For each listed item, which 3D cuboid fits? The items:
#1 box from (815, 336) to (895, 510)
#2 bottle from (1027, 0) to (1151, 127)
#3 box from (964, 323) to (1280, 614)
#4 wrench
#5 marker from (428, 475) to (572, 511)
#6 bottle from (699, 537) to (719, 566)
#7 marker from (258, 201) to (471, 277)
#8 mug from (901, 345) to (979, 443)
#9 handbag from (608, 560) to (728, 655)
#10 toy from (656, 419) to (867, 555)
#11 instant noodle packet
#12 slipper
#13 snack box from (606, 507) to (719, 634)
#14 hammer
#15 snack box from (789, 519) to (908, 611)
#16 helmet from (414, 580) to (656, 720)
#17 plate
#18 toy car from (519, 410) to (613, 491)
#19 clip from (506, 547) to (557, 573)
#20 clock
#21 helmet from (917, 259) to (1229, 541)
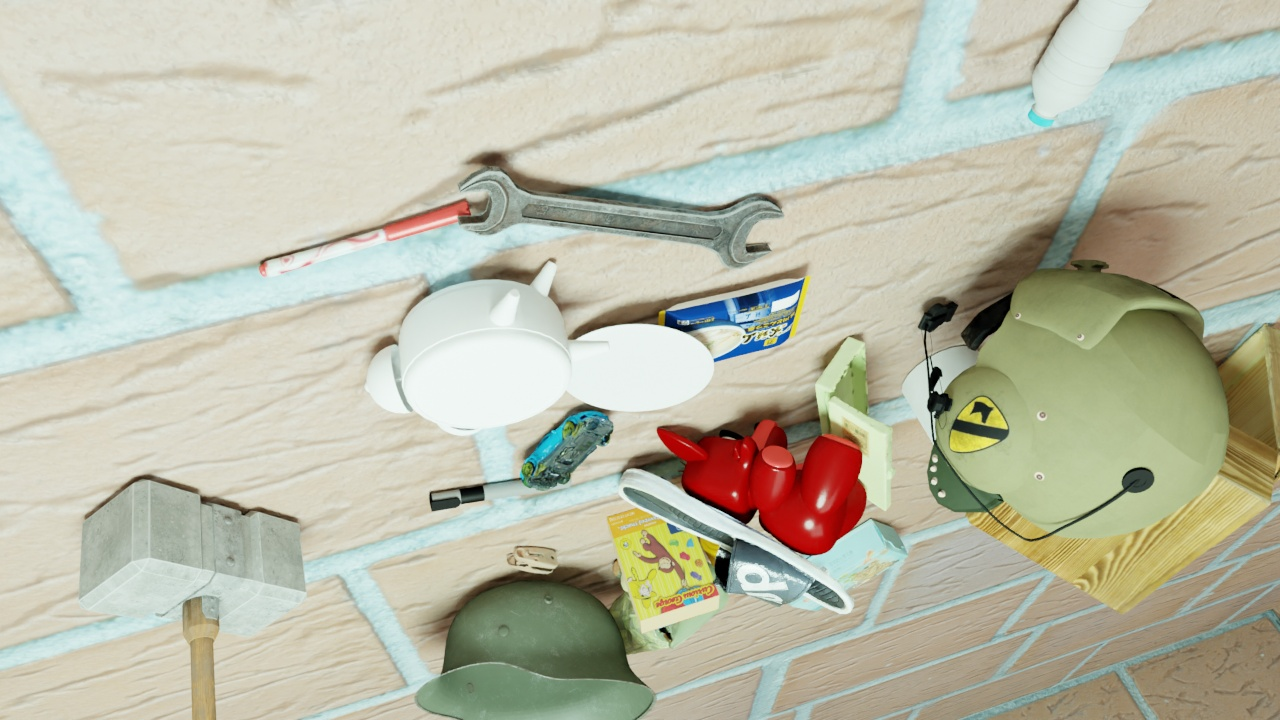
[{"bbox_3d":[0.231,0.066,0.936,0.082,0.098,0.188,-51,152,-17],"label":"box"},{"bbox_3d":[0.314,-0.225,0.642,0.044,0.044,0.136,-8,143,-19],"label":"bottle"},{"bbox_3d":[0.658,0.107,1.185,0.335,0.286,0.280,-45,161,-39],"label":"box"},{"bbox_3d":[-0.005,-0.100,0.659,0.272,0.010,0.070,1,138,-34],"label":"wrench"},{"bbox_3d":[-0.136,0.128,0.901,0.140,0.016,0.016,-6,142,-21],"label":"marker"},{"bbox_3d":[0.111,0.252,1.172,0.043,0.043,0.144,-23,145,2],"label":"bottle"},{"bbox_3d":[-0.181,-0.079,0.606,0.142,0.012,0.013,-18,145,-5],"label":"marker"},{"bbox_3d":[0.356,0.042,0.980,0.121,0.090,0.091,-20,145,-2],"label":"mug"},{"bbox_3d":[0.012,0.288,1.119,0.113,0.117,0.187,-31,180,-36],"label":"handbag"},{"bbox_3d":[0.125,0.122,0.940,0.197,0.120,0.158,13,156,23],"label":"toy"},{"bbox_3d":[0.078,-0.031,0.793,0.134,0.026,0.087,-14,148,-10],"label":"instant noodle packet"},{"bbox_3d":[0.086,0.198,0.932,0.063,0.264,0.111,-56,172,-19],"label":"slipper"},{"bbox_3d":[0.024,0.224,1.018,0.088,0.125,0.040,-16,145,-8],"label":"snack box"},{"bbox_3d":[-0.338,0.260,0.709,0.083,0.317,0.162,-34,143,17],"label":"hammer"},{"bbox_3d":[0.289,0.297,1.318,0.175,0.053,0.075,-40,141,22],"label":"snack box"},{"bbox_3d":[-0.127,0.340,1.066,0.267,0.153,0.228,6,139,-23],"label":"helmet"},{"bbox_3d":[-0.005,0.005,0.788,0.134,0.011,0.135,-1,146,-1],"label":"plate"},{"bbox_3d":[-0.070,0.081,0.860,0.105,0.032,0.048,-45,139,21],"label":"toy car"},{"bbox_3d":[-0.120,0.222,1.031,0.061,0.025,0.049,-6,139,-9],"label":"clip"},{"bbox_3d":[-0.120,-0.008,0.695,0.161,0.072,0.125,-30,145,24],"label":"clock"},{"bbox_3d":[0.380,0.029,0.814,0.249,0.255,0.234,7,139,-36],"label":"helmet"}]
